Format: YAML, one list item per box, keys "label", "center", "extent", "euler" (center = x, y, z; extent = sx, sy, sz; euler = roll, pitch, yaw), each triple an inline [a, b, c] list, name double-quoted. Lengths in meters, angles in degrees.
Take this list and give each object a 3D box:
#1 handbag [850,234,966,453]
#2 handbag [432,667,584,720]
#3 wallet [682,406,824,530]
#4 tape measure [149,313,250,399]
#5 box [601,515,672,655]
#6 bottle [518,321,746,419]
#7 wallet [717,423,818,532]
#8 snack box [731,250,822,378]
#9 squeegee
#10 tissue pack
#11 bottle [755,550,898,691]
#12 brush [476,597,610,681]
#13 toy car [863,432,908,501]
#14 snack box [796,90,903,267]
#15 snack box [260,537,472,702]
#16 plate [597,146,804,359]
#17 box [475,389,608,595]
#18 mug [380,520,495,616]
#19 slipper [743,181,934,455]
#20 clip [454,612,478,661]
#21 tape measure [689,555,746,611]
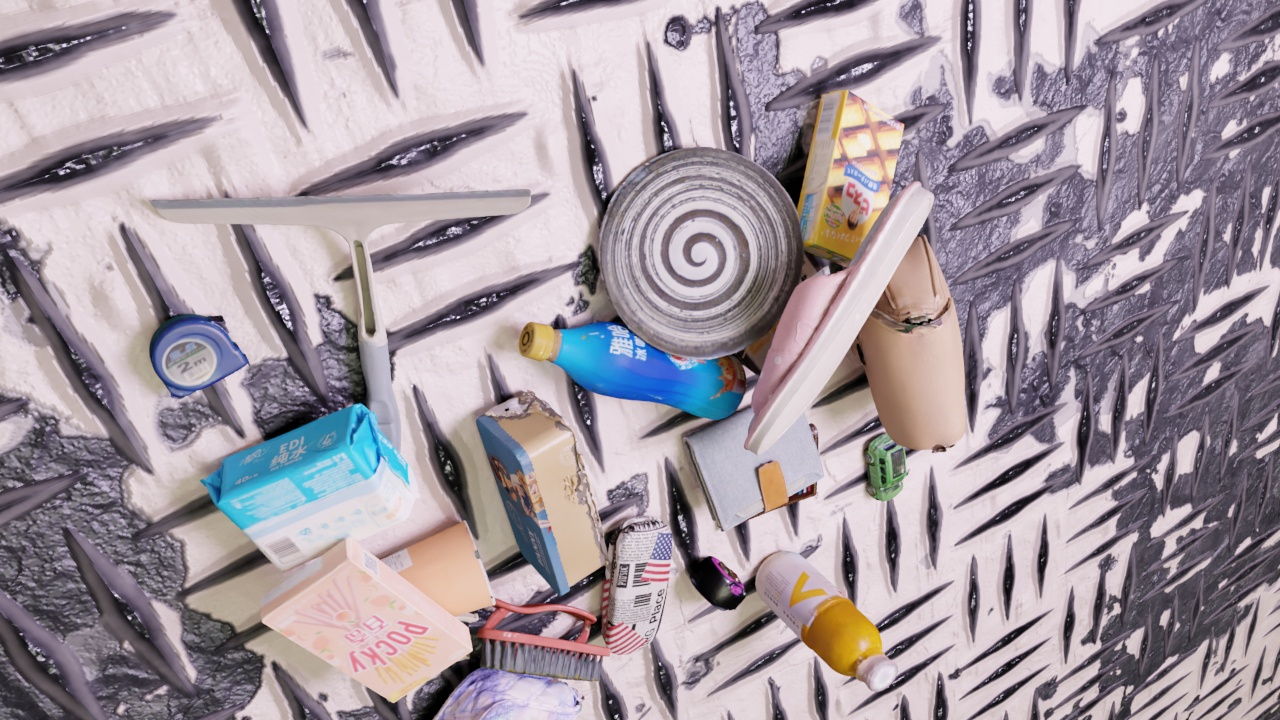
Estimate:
- label: "handbag"
  center: [0.261, -0.013, 0.904]
  extent: [0.100, 0.147, 0.205]
  euler: [-14, 124, 11]
- label: "handbag"
  center: [-0.158, 0.392, 0.911]
  extent: [0.134, 0.075, 0.194]
  euler: [33, 97, -42]
- label: "wallet"
  center: [0.118, 0.100, 0.923]
  extent: [0.129, 0.037, 0.106]
  euler: [-23, 96, -19]
- label: "tape measure"
  center: [-0.313, -0.006, 0.644]
  extent: [0.058, 0.025, 0.054]
  euler: [-32, 124, -18]
- label: "box"
  center: [-0.007, 0.229, 0.939]
  extent: [0.070, 0.057, 0.164]
  euler: [-15, 124, -43]
- label: "bottle"
  center: [-0.005, 0.005, 0.803]
  extent: [0.218, 0.065, 0.065]
  euler: [14, 107, -35]
- label: "wallet"
  center: [0.134, 0.125, 0.978]
  extent: [0.122, 0.020, 0.096]
  euler: [-18, 122, -19]
- label: "snack box"
  center: [0.120, -0.054, 0.854]
  extent: [0.113, 0.053, 0.125]
  euler: [-45, 128, -3]
- label: "squeegee"
  center: [-0.203, -0.019, 0.694]
  extent: [0.246, 0.039, 0.247]
  euler: [-4, 124, -8]
- label: "tissue pack"
  center: [-0.247, 0.095, 0.699]
  extent: [0.140, 0.063, 0.090]
  euler: [-23, 126, 3]
- label: "bottle"
  center: [0.198, 0.278, 0.985]
  extent: [0.068, 0.189, 0.068]
  euler: [-13, 119, -25]
- label: "brush"
  center: [-0.098, 0.268, 0.884]
  extent: [0.145, 0.063, 0.069]
  euler: [27, 63, -45]
- label: "toy car"
  center: [0.284, 0.125, 1.055]
  extent: [0.043, 0.036, 0.091]
  euler: [-27, 129, -18]
- label: "snack box"
  center: [0.186, -0.160, 0.823]
  extent: [0.086, 0.034, 0.140]
  euler: [14, 89, -39]
- label: "snack box"
  center: [-0.213, 0.211, 0.730]
  extent: [0.084, 0.026, 0.157]
  euler: [-35, 128, 3]
- label: "plate"
  center: [0.051, -0.091, 0.783]
  extent: [0.179, 0.024, 0.179]
  euler: [-1, 98, -11]
- label: "box"
  center: [-0.083, 0.121, 0.804]
  extent: [0.059, 0.090, 0.184]
  euler: [-26, 124, -24]
- label: "mug"
  center: [-0.196, 0.195, 0.789]
  extent: [0.122, 0.078, 0.078]
  euler: [-19, 122, -16]
- label: "slipper"
  center: [0.158, -0.036, 0.793]
  extent: [0.275, 0.054, 0.114]
  euler: [-60, 161, 19]
- label: "clip"
  center: [-0.192, 0.235, 0.836]
  extent: [0.103, 0.035, 0.092]
  euler: [31, 100, -30]
- label: "tape measure"
  center: [0.084, 0.237, 0.980]
  extent: [0.039, 0.057, 0.058]
  euler: [-48, 144, 3]
